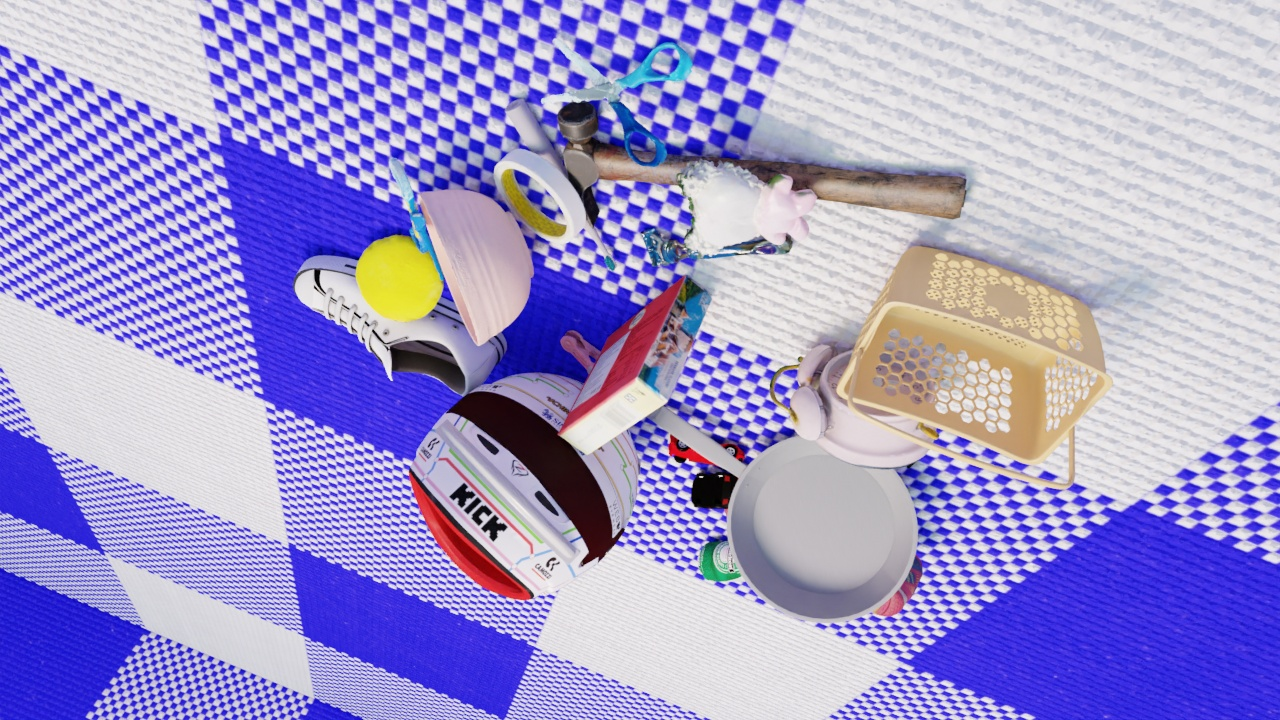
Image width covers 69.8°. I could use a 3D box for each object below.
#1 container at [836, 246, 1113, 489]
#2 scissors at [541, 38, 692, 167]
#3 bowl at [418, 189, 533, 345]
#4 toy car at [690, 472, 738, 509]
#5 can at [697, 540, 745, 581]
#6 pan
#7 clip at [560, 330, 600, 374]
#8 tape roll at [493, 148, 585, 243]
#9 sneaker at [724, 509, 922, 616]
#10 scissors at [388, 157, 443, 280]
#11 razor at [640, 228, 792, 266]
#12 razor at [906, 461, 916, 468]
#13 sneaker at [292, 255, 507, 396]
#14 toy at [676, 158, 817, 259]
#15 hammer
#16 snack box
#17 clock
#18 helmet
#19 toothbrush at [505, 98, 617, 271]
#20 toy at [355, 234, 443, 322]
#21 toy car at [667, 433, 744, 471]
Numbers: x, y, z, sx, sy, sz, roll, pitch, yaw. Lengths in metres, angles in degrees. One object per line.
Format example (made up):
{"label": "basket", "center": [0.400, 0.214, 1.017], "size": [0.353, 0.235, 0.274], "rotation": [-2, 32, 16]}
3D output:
{"label": "container", "center": [0.268, 0.011, 0.746], "size": [0.183, 0.166, 0.129], "rotation": [20, 142, 4]}
{"label": "scissors", "center": [-0.020, -0.203, 0.726], "size": [0.129, 0.014, 0.119], "rotation": [-2, 108, 16]}
{"label": "bowl", "center": [-0.148, -0.097, 0.868], "size": [0.076, 0.153, 0.153], "rotation": [-22, 139, -13]}
{"label": "toy car", "center": [0.092, 0.156, 1.090], "size": [0.036, 0.042, 0.092], "rotation": [12, 167, -25]}
{"label": "can", "center": [0.126, 0.261, 1.197], "size": [0.101, 0.053, 0.053], "rotation": [-11, 131, 35]}
{"label": "pan", "center": [0.133, 0.136, 1.010], "size": [0.356, 0.201, 0.050], "rotation": [35, -172, 15]}
{"label": "clip", "center": [-0.057, -0.011, 1.000], "size": [0.023, 0.045, 0.060], "rotation": [-40, 78, 46]}
{"label": "tape roll", "center": [-0.091, -0.147, 0.828], "size": [0.094, 0.019, 0.094], "rotation": [33, 156, 16]}
{"label": "sneaker", "center": [0.214, 0.210, 1.087], "size": [0.242, 0.090, 0.116], "rotation": [28, 140, 26]}
{"label": "scissors", "center": [-0.217, -0.138, 0.892], "size": [0.130, 0.013, 0.125], "rotation": [67, 164, -12]}
{"label": "razor", "center": [0.068, -0.102, 0.830], "size": [0.141, 0.018, 0.044], "rotation": [1, 136, 25]}
{"label": "razor", "center": [0.227, 0.070, 0.954], "size": [0.144, 0.021, 0.044], "rotation": [26, 142, -1]}
{"label": "sneaker", "center": [-0.281, -0.027, 1.024], "size": [0.245, 0.097, 0.091], "rotation": [26, 141, -4]}
{"label": "toy", "center": [0.086, -0.122, 0.736], "size": [0.109, 0.041, 0.096], "rotation": [5, 145, 10]}
{"label": "hammer", "center": [0.095, -0.145, 0.761], "size": [0.331, 0.033, 0.120], "rotation": [9, 144, 16]}
{"label": "snack box", "center": [-0.005, 0.005, 0.889], "size": [0.040, 0.144, 0.143], "rotation": [37, 139, -14]}
{"label": "clock", "center": [0.199, 0.037, 0.855], "size": [0.158, 0.116, 0.059], "rotation": [11, 129, 15]}
{"label": "helmet", "center": [-0.115, 0.127, 1.008], "size": [0.231, 0.235, 0.315], "rotation": [44, 159, 6]}
{"label": "toothbrush", "center": [-0.066, -0.153, 0.834], "size": [0.018, 0.019, 0.188], "rotation": [-11, 131, 27]}
{"label": "toy", "center": [-0.254, -0.086, 0.970], "size": [0.095, 0.041, 0.094], "rotation": [6, 106, 4]}
{"label": "toy car", "center": [0.075, 0.105, 1.061], "size": [0.089, 0.025, 0.038], "rotation": [9, 149, 3]}
